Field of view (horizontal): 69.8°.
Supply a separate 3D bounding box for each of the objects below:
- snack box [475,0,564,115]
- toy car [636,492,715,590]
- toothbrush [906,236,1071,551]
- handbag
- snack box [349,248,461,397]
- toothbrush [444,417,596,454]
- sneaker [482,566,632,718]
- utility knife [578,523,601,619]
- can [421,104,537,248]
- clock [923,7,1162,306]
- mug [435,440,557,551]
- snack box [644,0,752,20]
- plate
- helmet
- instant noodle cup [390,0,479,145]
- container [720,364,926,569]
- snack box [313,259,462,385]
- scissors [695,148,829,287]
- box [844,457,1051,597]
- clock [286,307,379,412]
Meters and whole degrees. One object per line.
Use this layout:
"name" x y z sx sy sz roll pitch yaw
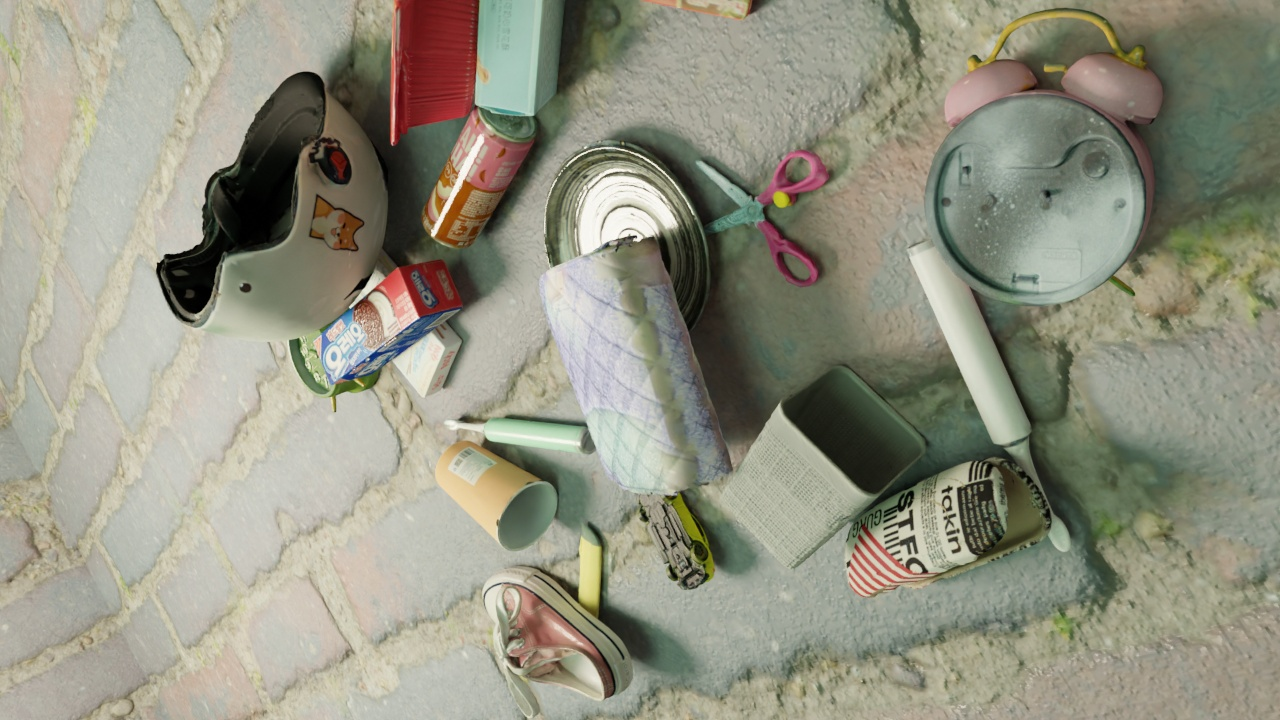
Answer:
"snack box" -0.088 -0.282 0.698 0.051 0.074 0.175 11 120 5
"toy car" 0.033 0.152 0.821 0.048 0.032 0.105 -48 63 43
"toothbrush" 0.229 0.022 0.591 0.027 0.026 0.221 -24 92 20
"handbag" -0.004 0.004 0.716 0.134 0.075 0.194 -6 105 65
"snack box" -0.262 -0.043 1.001 0.157 0.026 0.085 47 132 16
"toothbrush" -0.129 0.073 0.934 0.225 0.027 0.026 2 96 41
"sneaker" -0.112 0.289 0.956 0.241 0.087 0.118 17 118 49
"utility knife" -0.058 0.267 0.961 0.031 0.022 0.221 25 118 37
"can" -0.146 -0.166 0.822 0.058 0.057 0.148 52 134 11
"clock" 0.226 -0.112 0.512 0.117 0.059 0.159 10 116 40
"mug" -0.155 0.134 0.954 0.123 0.078 0.078 27 125 36
"snack box" 0.005 -0.280 0.611 0.153 0.025 0.075 14 120 5
"plate" -0.010 -0.093 0.758 0.180 0.024 0.180 20 122 35
"helmet" -0.343 -0.133 0.923 0.231 0.273 0.157 -2 152 44
"instant noodle cup" -0.166 -0.270 0.745 0.194 0.065 0.194 -178 91 -75
"container" 0.127 0.081 0.666 0.090 0.090 0.115 46 135 18
"snack box" -0.266 -0.035 0.950 0.208 0.057 0.058 -28 85 44
"scissors" 0.089 -0.103 0.671 0.134 0.017 0.130 -17 99 49
"box" 0.211 0.116 0.631 0.164 0.083 0.075 127 146 -54
"clock" -0.376 -0.026 1.091 0.116 0.056 0.161 -32 86 44
